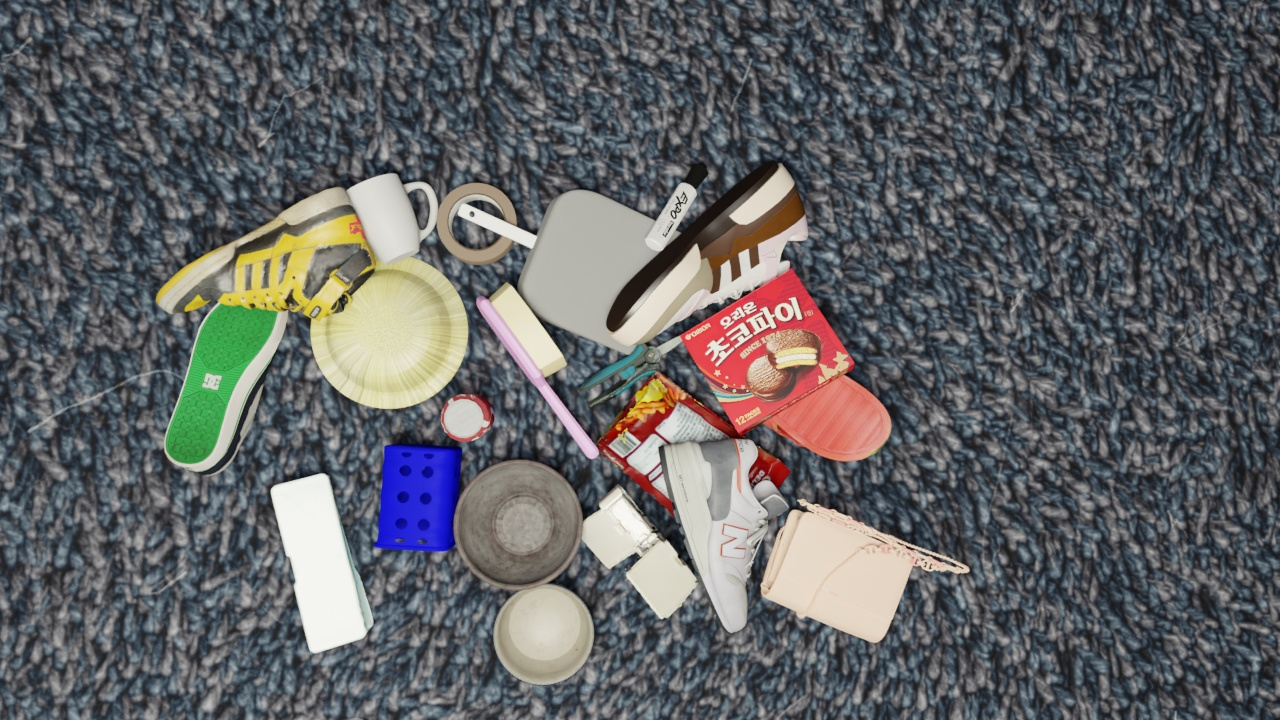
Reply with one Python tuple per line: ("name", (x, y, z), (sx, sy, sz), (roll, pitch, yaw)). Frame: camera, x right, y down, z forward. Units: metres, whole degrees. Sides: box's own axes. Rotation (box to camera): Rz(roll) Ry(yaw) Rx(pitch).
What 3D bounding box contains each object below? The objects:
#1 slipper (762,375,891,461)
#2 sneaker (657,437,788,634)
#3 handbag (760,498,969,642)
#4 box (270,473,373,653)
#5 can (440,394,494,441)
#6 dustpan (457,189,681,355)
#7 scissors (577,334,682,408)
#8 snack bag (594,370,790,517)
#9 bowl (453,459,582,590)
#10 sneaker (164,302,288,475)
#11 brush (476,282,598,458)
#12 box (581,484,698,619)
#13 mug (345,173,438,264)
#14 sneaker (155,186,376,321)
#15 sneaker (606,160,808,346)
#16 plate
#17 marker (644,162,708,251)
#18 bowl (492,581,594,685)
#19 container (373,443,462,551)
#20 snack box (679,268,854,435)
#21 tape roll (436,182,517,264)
("slipper", (0.182, 0.036, 1.104), (0.249, 0.059, 0.103), (34, 87, 13))
("sneaker", (0.111, 0.190, 1.050), (0.124, 0.088, 0.240), (-21, 103, 2))
("handbag", (0.231, 0.246, 1.035), (0.198, 0.187, 0.116), (24, 79, -8))
("box", (-0.369, 0.231, 1.059), (0.086, 0.072, 0.199), (-17, 88, 14))
("can", (-0.198, 0.065, 1.054), (0.054, 0.096, 0.054), (0, 88, -4))
("dustpan", (-0.092, -0.127, 1.086), (0.257, 0.033, 0.163), (23, 87, -21))
("scissors", (-0.012, 0.004, 1.102), (0.135, 0.019, 0.130), (12, 104, -18))
("snack bag", (0.061, 0.122, 1.091), (0.208, 0.066, 0.139), (39, 91, -4))
("bowl", (-0.138, 0.190, 1.065), (0.145, 0.067, 0.145), (0, 80, -2))
("sneaker", (-0.467, 0.018, 1.056), (0.084, 0.079, 0.234), (14, 70, 2))
("brush", (-0.108, 0.012, 1.066), (0.043, 0.089, 0.228), (-36, 90, -9))
("box", (-0.007, 0.216, 1.020), (0.081, 0.182, 0.143), (-40, 85, -4))
("mug", (-0.283, -0.168, 1.077), (0.107, 0.071, 0.089), (-26, 94, -32))
("sneaker", (-0.405, -0.084, 1.021), (0.238, 0.086, 0.122), (-31, 93, 2))
("sneaker", (0.089, -0.099, 1.079), (0.293, 0.112, 0.116), (-45, 105, -18))
("plate", (-0.299, -0.036, 1.080), (0.184, 0.036, 0.184), (0, 88, -4))
("marker", (0.046, -0.188, 1.105), (0.025, 0.025, 0.125), (32, 73, -3))
("bowl", (-0.112, 0.312, 1.071), (0.115, 0.059, 0.115), (0, 88, -4))
("container", (-0.253, 0.155, 1.054), (0.085, 0.084, 0.113), (4, 87, -3))
("snack box", (0.146, -0.009, 1.069), (0.152, 0.036, 0.132), (-31, 75, 3))
("tape roll", (-0.194, -0.162, 1.095), (0.093, 0.030, 0.093), (0, 88, -4))
